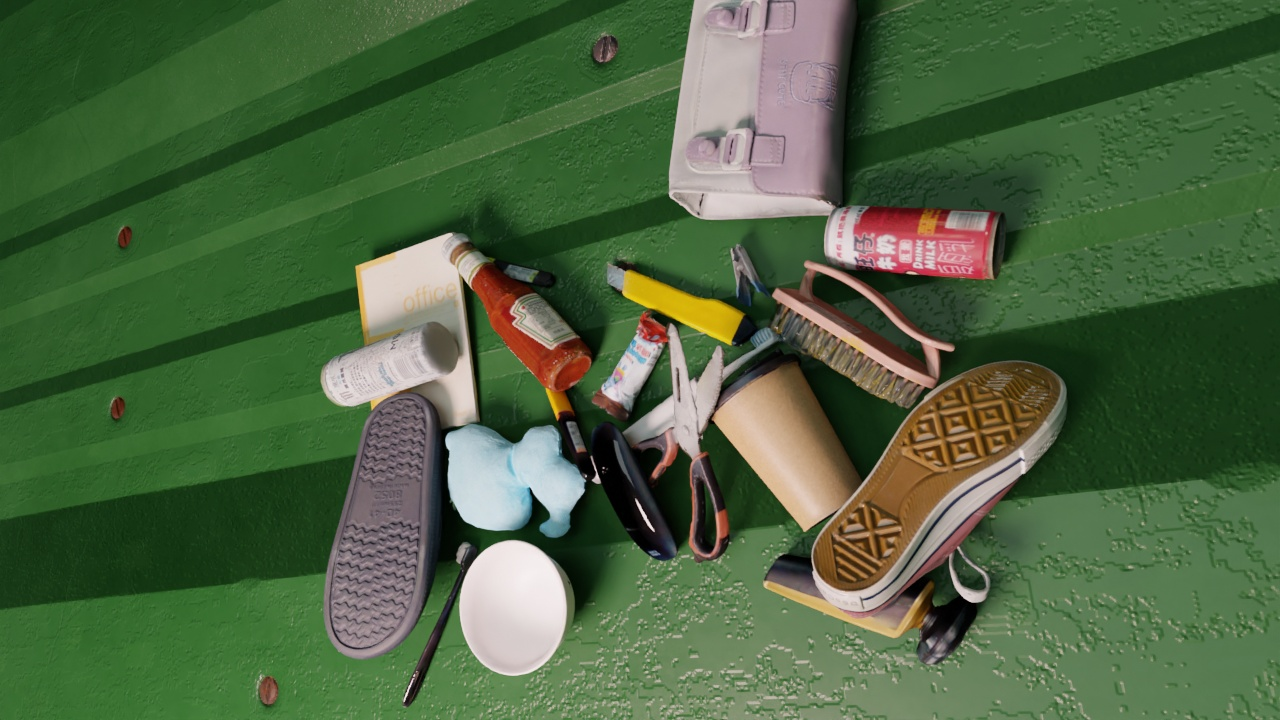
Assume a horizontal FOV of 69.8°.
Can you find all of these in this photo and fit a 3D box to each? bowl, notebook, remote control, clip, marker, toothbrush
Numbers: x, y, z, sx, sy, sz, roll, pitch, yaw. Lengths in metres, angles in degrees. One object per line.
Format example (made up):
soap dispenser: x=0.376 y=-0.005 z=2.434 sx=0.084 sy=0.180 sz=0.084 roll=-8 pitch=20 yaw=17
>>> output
bowl: x=-0.101 y=0.227 z=0.851 sx=0.118 sy=0.064 sz=0.118 roll=-6 pitch=78 yaw=29
notebook: x=-0.245 y=-0.023 z=0.998 sx=0.146 sy=0.010 sz=0.206 roll=-13 pitch=80 yaw=27
remote control: x=-0.010 y=0.120 z=0.818 sx=0.053 sy=0.024 sz=0.136 roll=-32 pitch=84 yaw=51
clip: x=0.093 y=-0.078 z=0.823 sx=0.044 sy=0.027 sz=0.058 roll=-26 pitch=69 yaw=31
marker: x=-0.141 y=-0.095 z=0.961 sx=0.124 sy=0.015 sz=0.018 roll=15 pitch=89 yaw=29
toothbrush: x=-0.206 y=0.268 z=0.930 sx=0.018 sy=0.015 sz=0.181 roll=23 pitch=92 yaw=36
toothbrush: x=0.036 y=0.041 z=0.830 sx=0.221 sy=0.026 sz=0.026 roll=-38 pitch=79 yaw=18
marker: x=-0.067 y=0.066 z=0.871 sx=0.123 sy=0.018 sz=0.015 roll=63 pitch=140 yaw=40

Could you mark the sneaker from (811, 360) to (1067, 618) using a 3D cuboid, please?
sneaker: x=0.224 y=0.101 z=0.681 sx=0.240 sy=0.088 sz=0.118 roll=-44 pitch=46 yaw=-12

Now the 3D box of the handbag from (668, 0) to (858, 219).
handbag: x=0.109 y=-0.228 z=0.804 sx=0.145 sy=0.098 sz=0.197 roll=4 pitch=83 yaw=24

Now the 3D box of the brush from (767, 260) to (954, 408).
brush: x=0.178 y=-0.022 z=0.743 sx=0.146 sy=0.063 sz=0.073 roll=35 pitch=109 yaw=28

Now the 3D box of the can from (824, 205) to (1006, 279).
can: x=0.219 y=-0.096 z=0.739 sx=0.133 sy=0.053 sz=0.053 roll=8 pitch=85 yaw=30

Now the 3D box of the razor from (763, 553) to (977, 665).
razor: x=0.174 y=0.190 z=0.719 sx=0.168 sy=0.062 sz=0.068 roll=10 pitch=117 yaw=35

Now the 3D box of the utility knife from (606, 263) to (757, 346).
utility knife: x=0.034 y=-0.055 z=0.856 sx=0.177 sy=0.015 sz=0.033 roll=27 pitch=88 yaw=31

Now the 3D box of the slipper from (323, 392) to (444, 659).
slipper: x=-0.242 y=0.168 z=0.938 sx=0.111 sy=0.083 sz=0.267 roll=-4 pitch=66 yaw=17

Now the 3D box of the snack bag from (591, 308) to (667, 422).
snack bag: x=-0.005 y=0.005 z=0.861 sx=0.045 sy=0.026 sz=0.105 roll=34 pitch=100 yaw=26

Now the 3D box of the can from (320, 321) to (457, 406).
can: x=-0.265 y=0.006 z=0.966 sx=0.147 sy=0.058 sz=0.058 roll=-17 pitch=73 yaw=27

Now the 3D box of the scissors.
scissors: x=0.036 y=0.076 z=0.773 sx=0.225 sy=0.015 sz=0.189 roll=-37 pitch=80 yaw=52

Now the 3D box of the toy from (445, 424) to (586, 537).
toy: x=-0.131 y=0.117 z=0.896 sx=0.156 sy=0.049 sz=0.161 roll=-43 pitch=68 yaw=20

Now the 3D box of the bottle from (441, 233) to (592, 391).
bottle: x=-0.130 y=-0.054 z=0.917 sx=0.206 sy=0.059 sz=0.060 roll=45 pitch=103 yaw=25

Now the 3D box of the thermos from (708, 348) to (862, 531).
thermos: x=0.120 y=0.063 z=0.751 sx=0.093 sy=0.093 sz=0.143 roll=-39 pitch=74 yaw=18
